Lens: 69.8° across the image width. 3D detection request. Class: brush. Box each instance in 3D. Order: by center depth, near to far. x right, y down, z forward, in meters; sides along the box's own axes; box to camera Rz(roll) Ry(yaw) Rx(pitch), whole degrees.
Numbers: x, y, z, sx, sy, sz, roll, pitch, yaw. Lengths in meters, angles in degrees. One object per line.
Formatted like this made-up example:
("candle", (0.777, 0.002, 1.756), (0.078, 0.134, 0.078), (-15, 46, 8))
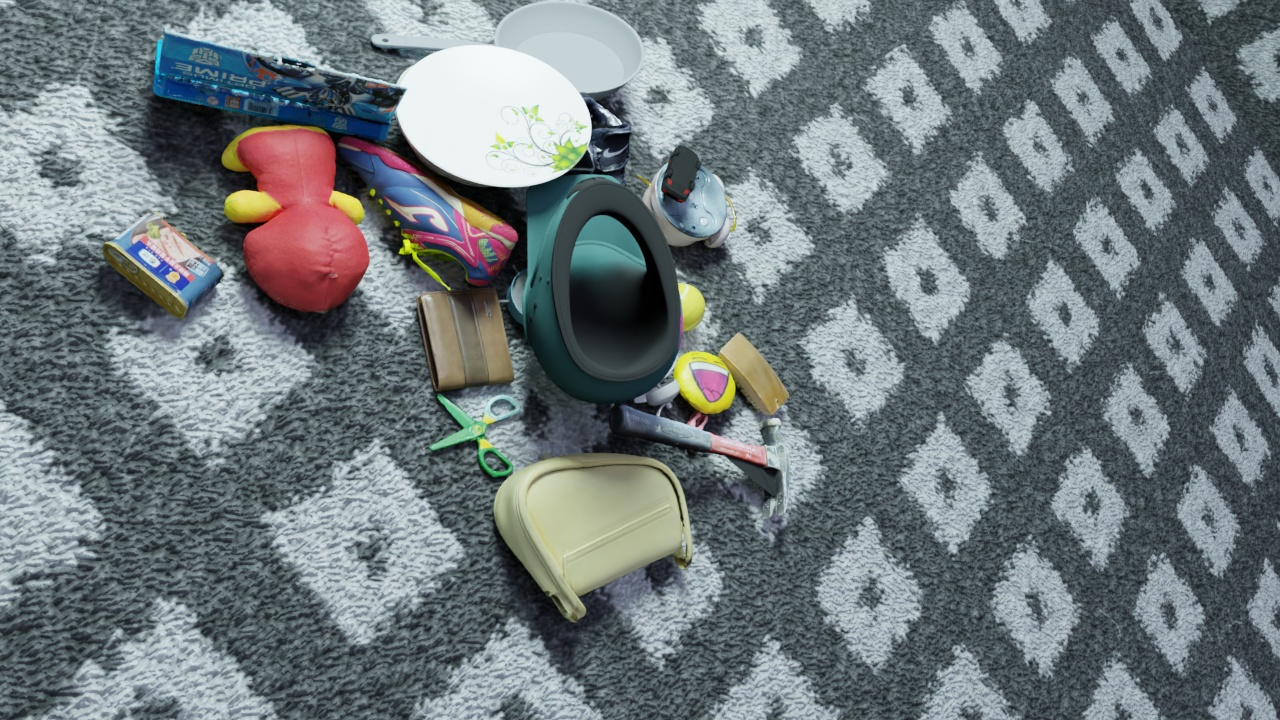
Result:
("brush", (0.154, 0.021, 1.282), (0.117, 0.039, 0.049), (52, 57, -7))

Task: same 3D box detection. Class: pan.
("pan", (-0.170, -0.407, 1.213), (0.356, 0.051, 0.200), (-7, 55, -15))

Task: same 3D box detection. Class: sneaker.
("sneaker", (-0.263, -0.172, 1.068), (0.242, 0.116, 0.091), (34, 102, 7))
("sneaker", (-0.042, -0.239, 1.184), (0.097, 0.151, 0.252), (-35, 94, -35))

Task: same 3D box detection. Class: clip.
("clip", (0.073, 0.096, 1.221), (0.060, 0.023, 0.044), (-38, 99, -32))

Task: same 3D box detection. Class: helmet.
("helmet", (-0.050, -0.087, 1.054), (0.176, 0.200, 0.275), (-9, 93, -14))

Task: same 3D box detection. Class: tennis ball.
("tennis ball", (0.055, -0.071, 1.238), (0.065, 0.065, 0.065), (10, 69, -28))

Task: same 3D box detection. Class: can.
("can", (-0.484, -0.098, 0.935), (0.100, 0.054, 0.058), (42, 57, -13))

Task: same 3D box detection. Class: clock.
("clock", (-0.114, -0.068, 1.151), (0.123, 0.042, 0.087), (30, 61, -17))
("clock", (-0.007, 0.007, 1.184), (0.119, 0.061, 0.159), (10, 74, -27))
("clock", (0.074, -0.218, 1.302), (0.157, 0.059, 0.116), (-1, 75, -31))

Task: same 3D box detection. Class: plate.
("plate", (-0.174, -0.286, 1.097), (0.229, 0.030, 0.229), (8, 57, -12))

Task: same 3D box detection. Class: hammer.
("hammer", (0.084, 0.113, 1.158), (0.325, 0.036, 0.140), (19, 59, -43))

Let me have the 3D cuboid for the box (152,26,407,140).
("box", (-0.394, -0.293, 1.003), (0.243, 0.171, 0.070), (5, 100, -29))

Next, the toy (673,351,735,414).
("toy", (0.086, 0.029, 1.233), (0.095, 0.041, 0.094), (12, 54, -27))

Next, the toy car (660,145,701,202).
("toy car", (0.053, -0.252, 1.244), (0.042, 0.036, 0.091), (28, 52, -15))

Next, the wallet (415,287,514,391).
("wallet", (-0.208, -0.027, 1.089), (0.098, 0.027, 0.121), (-8, 80, -31))

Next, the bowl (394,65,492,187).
("bowl", (-0.232, -0.278, 1.132), (0.176, 0.058, 0.176), (19, 56, -32))

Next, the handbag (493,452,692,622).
("handbag", (-0.050, 0.190, 1.085), (0.232, 0.089, 0.191), (-15, 87, -37))

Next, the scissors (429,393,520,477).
("scissors", (-0.188, 0.079, 1.077), (0.125, 0.011, 0.129), (46, 55, -11))

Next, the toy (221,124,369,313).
("toy", (-0.370, -0.155, 0.999), (0.147, 0.099, 0.216), (-13, 76, -25))
